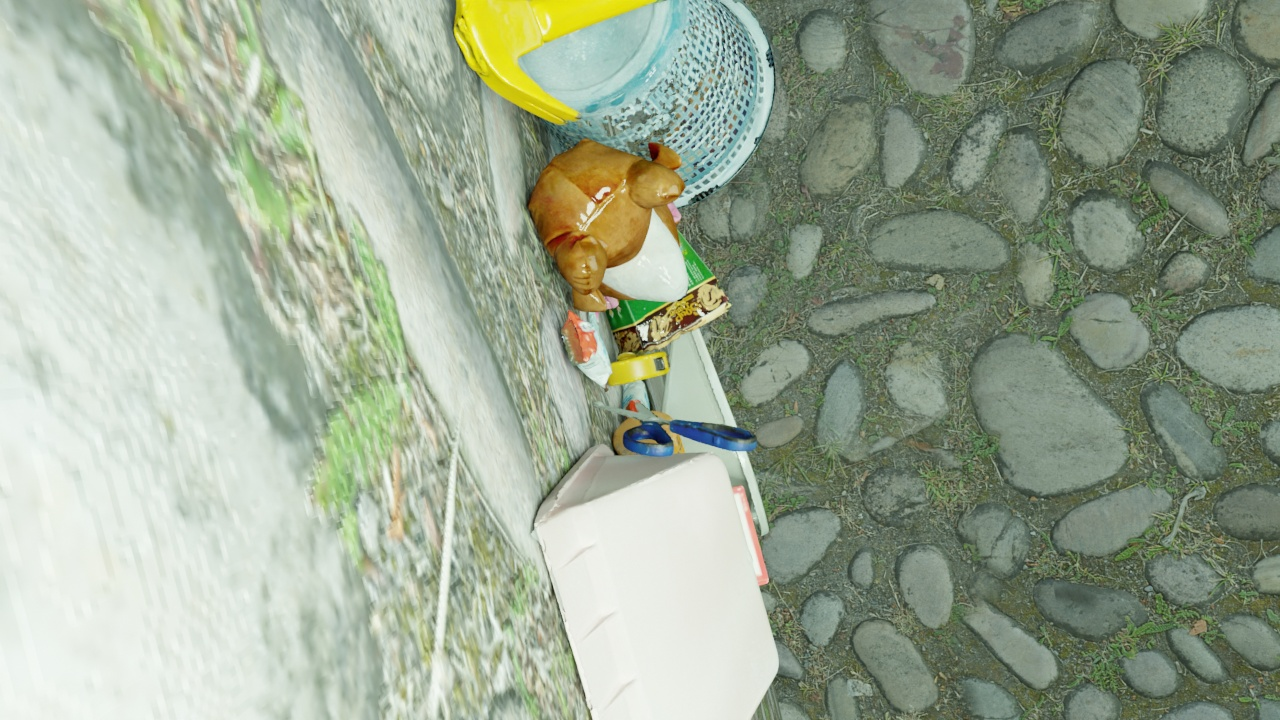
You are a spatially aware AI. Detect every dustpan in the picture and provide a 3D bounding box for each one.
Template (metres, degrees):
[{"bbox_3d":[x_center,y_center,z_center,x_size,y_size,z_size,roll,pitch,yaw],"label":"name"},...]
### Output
[{"bbox_3d":[0.102,0.074,1.114,0.223,0.143,0.257,72,28,-69],"label":"dustpan"},{"bbox_3d":[-0.014,0.170,0.604,0.272,0.139,0.222,-19,97,-56],"label":"dustpan"}]

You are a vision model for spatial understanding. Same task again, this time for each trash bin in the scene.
[{"bbox_3d":[-0.016,-0.257,0.774,0.195,0.227,0.226,12,62,-70],"label":"trash bin"}]

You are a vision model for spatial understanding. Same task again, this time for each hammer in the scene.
[{"bbox_3d":[0.008,-0.260,0.633,0.033,0.300,0.129,9,-55,58],"label":"hammer"}]

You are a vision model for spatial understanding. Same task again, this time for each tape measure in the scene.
[{"bbox_3d":[-0.005,0.005,0.861,0.057,0.060,0.029,-15,91,-79],"label":"tape measure"}]

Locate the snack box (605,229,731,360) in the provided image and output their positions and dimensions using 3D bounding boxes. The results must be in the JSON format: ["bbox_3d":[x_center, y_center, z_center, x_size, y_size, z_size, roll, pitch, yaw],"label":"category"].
[{"bbox_3d":[0.013,-0.072,0.935,0.105,0.118,0.118,62,-14,-5],"label":"snack box"}]

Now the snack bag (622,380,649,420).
[{"bbox_3d":[-0.005,0.045,0.924,0.104,0.026,0.048,-93,174,-68],"label":"snack bag"}]

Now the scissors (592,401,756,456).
[{"bbox_3d":[0.020,0.047,0.667,0.166,0.155,0.012,-30,123,-75],"label":"scissors"}]

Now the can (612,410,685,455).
[{"bbox_3d":[0.021,0.115,0.833,0.058,0.058,0.146,-97,171,-52],"label":"can"}]

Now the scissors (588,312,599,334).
[{"bbox_3d":[-0.042,-0.037,0.833,0.054,0.017,0.133,58,21,-49],"label":"scissors"}]

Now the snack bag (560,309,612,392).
[{"bbox_3d":[-0.040,-0.007,0.704,0.105,0.026,0.045,61,7,-73],"label":"snack bag"}]

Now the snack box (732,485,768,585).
[{"bbox_3d":[0.044,0.153,0.737,0.153,0.025,0.075,-39,-118,59],"label":"snack box"}]

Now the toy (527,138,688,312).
[{"bbox_3d":[-0.011,-0.098,0.738,0.130,0.140,0.199,45,-2,7],"label":"toy"}]

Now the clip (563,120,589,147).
[{"bbox_3d":[-0.069,-0.222,0.950,0.094,0.035,0.102,42,41,-88],"label":"clip"}]
